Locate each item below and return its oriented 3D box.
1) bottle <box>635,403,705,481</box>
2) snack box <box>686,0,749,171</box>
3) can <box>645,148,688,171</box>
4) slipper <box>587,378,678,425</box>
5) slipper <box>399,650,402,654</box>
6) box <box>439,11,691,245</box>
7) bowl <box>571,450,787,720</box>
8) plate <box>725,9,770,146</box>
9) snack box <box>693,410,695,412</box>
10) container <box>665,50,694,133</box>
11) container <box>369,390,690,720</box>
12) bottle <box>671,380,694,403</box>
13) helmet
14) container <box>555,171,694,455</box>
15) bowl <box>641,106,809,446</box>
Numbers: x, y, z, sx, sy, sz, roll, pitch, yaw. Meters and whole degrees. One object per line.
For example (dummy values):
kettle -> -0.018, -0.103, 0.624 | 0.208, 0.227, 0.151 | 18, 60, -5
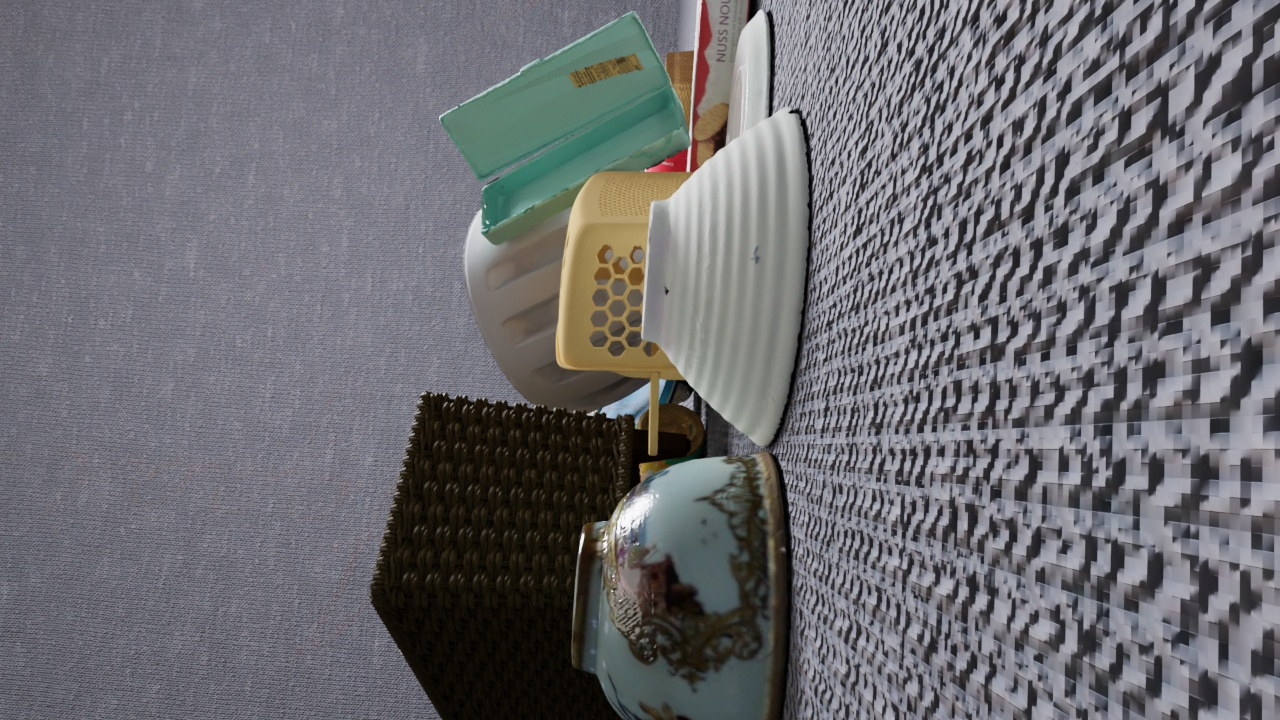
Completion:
bottle -> 0.024, 0.135, 0.947 | 0.210, 0.068, 0.068 | 94, 180, -47
snack box -> 0.063, -0.238, 0.725 | 0.076, 0.044, 0.273 | -85, -2, -64
can -> 0.041, -0.208, 1.154 | 0.074, 0.074, 0.143 | -87, 1, -59
slipper -> -0.006, 0.006, 1.016 | 0.118, 0.060, 0.294 | -12, 48, 46
slipper -> -0.195, 0.258, 0.875 | 0.197, 0.081, 0.093 | 86, -176, -65
box -> -0.062, -0.181, 0.727 | 0.110, 0.187, 0.078 | 60, -162, -26
bowl -> 0.015, 0.123, 0.466 | 0.160, 0.094, 0.160 | 40, -127, -90
plate -> 0.072, -0.158, 0.632 | 0.157, 0.014, 0.157 | 168, 105, -89
snack box -> 0.028, 0.149, 1.067 | 0.227, 0.059, 0.059 | 94, 176, -45
container -> 0.052, -0.240, 0.834 | 0.113, 0.061, 0.063 | -87, 0, -53
container -> -0.061, 0.189, 0.751 | 0.322, 0.205, 0.176 | 85, -174, -49
bottle -> 0.039, -0.024, 1.105 | 0.056, 0.056, 0.160 | 94, 179, -53
helmet -> -0.048, -0.074, 0.862 | 0.281, 0.184, 0.224 | -28, -87, -44
container -> 0.005, -0.039, 0.665 | 0.183, 0.129, 0.167 | -88, -2, -65
bowl -> 0.038, -0.045, 0.487 | 0.177, 0.071, 0.177 | 173, 101, -89
